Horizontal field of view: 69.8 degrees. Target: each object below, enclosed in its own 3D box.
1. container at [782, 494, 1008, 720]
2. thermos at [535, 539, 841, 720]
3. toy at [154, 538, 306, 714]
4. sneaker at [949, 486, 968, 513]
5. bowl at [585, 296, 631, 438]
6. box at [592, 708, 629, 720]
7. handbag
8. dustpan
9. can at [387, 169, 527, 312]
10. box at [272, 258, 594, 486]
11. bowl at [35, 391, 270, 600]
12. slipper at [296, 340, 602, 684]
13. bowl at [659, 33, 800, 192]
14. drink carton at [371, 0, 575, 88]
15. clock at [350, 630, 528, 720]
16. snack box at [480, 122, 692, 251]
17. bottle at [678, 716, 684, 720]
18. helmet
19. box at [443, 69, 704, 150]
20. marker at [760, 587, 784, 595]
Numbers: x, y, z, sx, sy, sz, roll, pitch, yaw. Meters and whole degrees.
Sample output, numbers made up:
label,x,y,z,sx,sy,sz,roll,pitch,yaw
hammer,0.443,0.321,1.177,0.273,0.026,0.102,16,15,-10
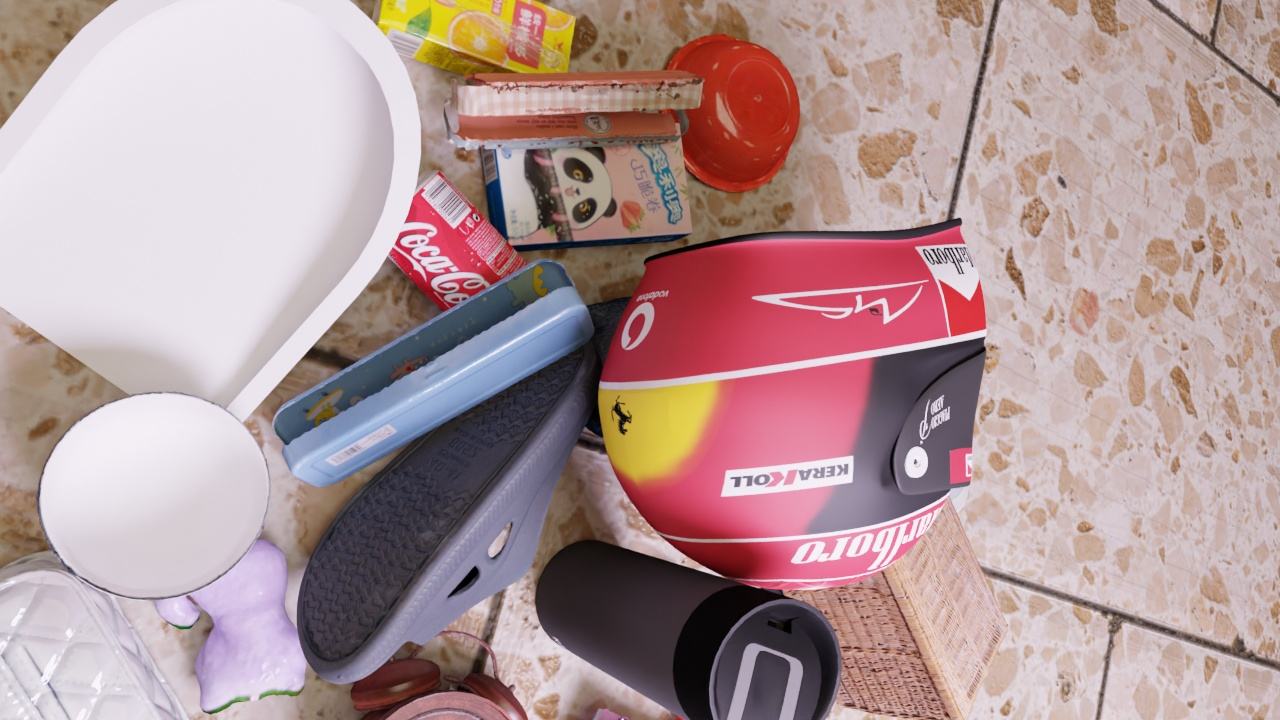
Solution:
label,x,y,z,sx,sy,sz,roll,pitch,yaw
container,0.195,0.175,0.731,0.112,0.114,0.198,-37,107,-40
thermos,0.016,0.168,0.574,0.082,0.241,0.082,1,87,-28
toy,-0.247,0.160,0.555,0.080,0.036,0.099,-8,86,-18
sneaker,0.215,0.049,0.769,0.242,0.091,0.089,47,67,-18
bowl,-0.004,0.004,0.677,0.110,0.055,0.110,2,86,-27
box,0.024,0.372,0.673,0.230,0.035,0.159,37,68,-27
handbag,-0.327,0.211,0.489,0.138,0.073,0.195,-31,101,-24
dustpan,-0.240,-0.094,0.513,0.191,0.053,0.257,42,90,-20
can,-0.124,-0.070,0.612,0.105,0.064,0.064,47,68,-18
box,-0.131,0.005,0.588,0.210,0.068,0.059,-29,68,-6
bowl,-0.274,0.079,0.520,0.113,0.063,0.113,9,70,-27
slipper,-0.112,0.095,0.603,0.267,0.111,0.083,-52,135,-24
bowl,0.082,-0.204,0.737,0.130,0.045,0.130,2,87,-28
drink carton,-0.114,-0.230,0.638,0.134,0.043,0.058,13,81,-27
clock,-0.131,0.252,0.581,0.120,0.072,0.157,24,67,-24
snack box,-0.037,-0.129,0.678,0.154,0.033,0.088,-8,92,-28
bottle,0.031,0.230,0.694,0.036,0.036,0.119,-11,93,-28
helmet,0.106,0.031,0.594,0.270,0.198,0.224,-7,92,-31
box,-0.047,-0.174,0.642,0.187,0.056,0.064,-8,129,-25
marker,0.099,0.169,0.741,0.017,0.021,0.124,-31,103,-25
